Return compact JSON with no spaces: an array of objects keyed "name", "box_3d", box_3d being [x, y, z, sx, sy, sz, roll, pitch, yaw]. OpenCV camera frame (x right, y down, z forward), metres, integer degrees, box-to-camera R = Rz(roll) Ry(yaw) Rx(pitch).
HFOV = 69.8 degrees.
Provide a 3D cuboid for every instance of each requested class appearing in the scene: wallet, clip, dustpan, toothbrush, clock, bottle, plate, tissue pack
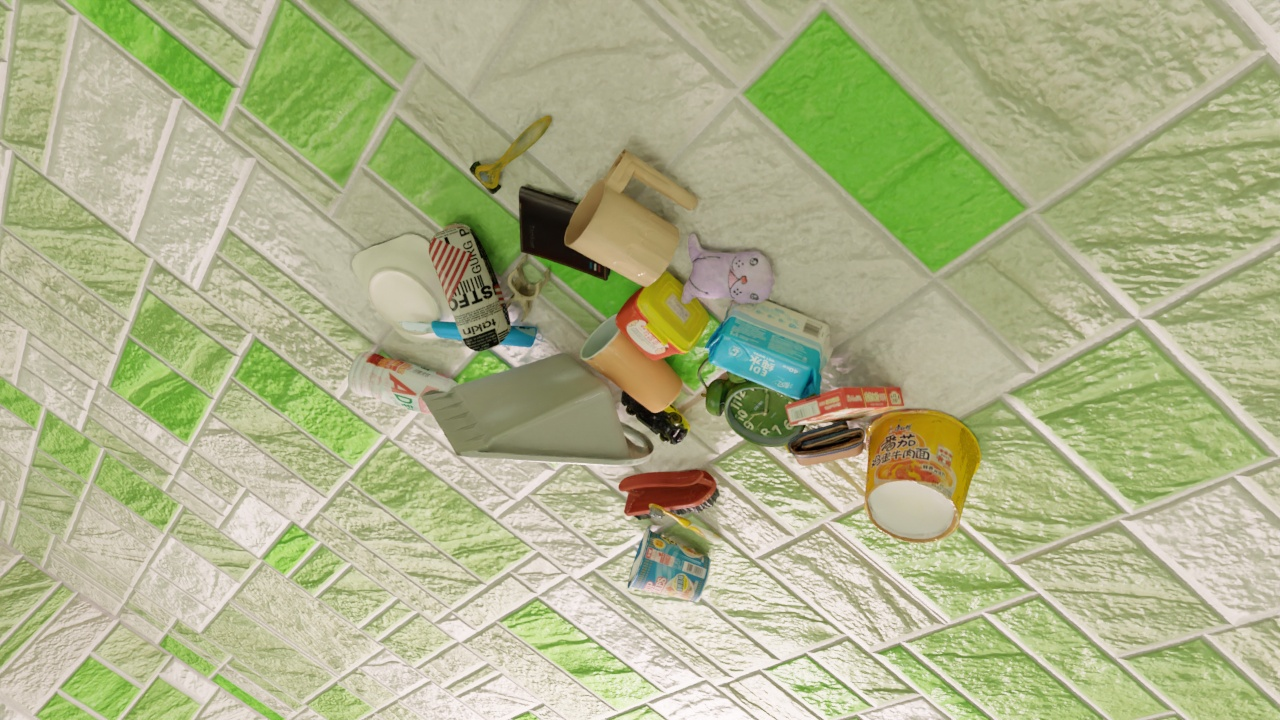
[{"name":"wallet","box_3d":[0.229,0.105,1.122,0.090,0.033,0.115,-14,162,11]},{"name":"wallet","box_3d":[-0.091,-0.154,1.110,0.122,0.020,0.097,19,134,12]},{"name":"clip","box_3d":[-0.138,-0.084,1.182,0.083,0.034,0.105,19,138,11]},{"name":"dustpan","box_3d":[-0.120,0.093,1.188,0.223,0.257,0.143,35,143,61]},{"name":"toothbrush","box_3d":[0.067,0.239,1.321,0.016,0.018,0.191,-12,149,33]},{"name":"clock","box_3d":[0.145,0.044,1.142,0.161,0.056,0.116,32,134,-3]},{"name":"bottle","box_3d":[-0.331,0.042,1.363,0.197,0.068,0.068,16,133,7]},{"name":"plate","box_3d":[-0.318,-0.088,1.264,0.164,0.034,0.164,-14,121,34]},{"name":"tissue pack","box_3d":[0.151,-0.015,1.064,0.140,0.089,0.063,22,134,7]}]

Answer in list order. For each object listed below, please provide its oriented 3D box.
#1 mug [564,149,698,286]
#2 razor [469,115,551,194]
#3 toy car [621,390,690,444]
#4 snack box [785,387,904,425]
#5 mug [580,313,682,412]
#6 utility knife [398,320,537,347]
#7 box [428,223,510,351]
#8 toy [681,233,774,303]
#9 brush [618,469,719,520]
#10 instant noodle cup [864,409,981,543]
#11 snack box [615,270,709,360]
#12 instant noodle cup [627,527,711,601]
[{"name":"mug","box_3d":[-0.009,-0.156,1.022,0.103,0.084,0.125,28,110,-22]},{"name":"razor","box_3d":[-0.147,-0.240,1.057,0.133,0.028,0.043,-30,108,38]},{"name":"toy car","box_3d":[0.021,0.069,1.241,0.105,0.032,0.048,37,136,8]},{"name":"snack box","box_3d":[0.237,0.052,1.054,0.075,0.152,0.025,-20,77,37]},{"name":"mug","box_3d":[-0.007,0.007,1.174,0.123,0.078,0.078,43,133,-21]},{"name":"utility knife","box_3d":[-0.235,-0.040,1.248,0.191,0.018,0.034,5,137,3]},{"name":"box","box_3d":[-0.218,-0.097,1.183,0.076,0.088,0.163,-24,108,-10]},{"name":"toy","box_3d":[0.102,-0.100,1.051,0.108,0.038,0.084,9,110,20]},{"name":"brush","box_3d":[0.041,0.185,1.309,0.146,0.063,0.069,-12,135,32]},{"name":"instant noodle cup","box_3d":[0.332,0.144,1.103,0.138,0.109,0.138,14,134,15]},{"name":"snack box","box_3d":[0.022,-0.049,1.106,0.091,0.081,0.080,45,142,-14]},{"name":"instant noodle cup","box_3d":[0.047,0.319,1.409,0.110,0.099,0.099,19,134,-1]}]
